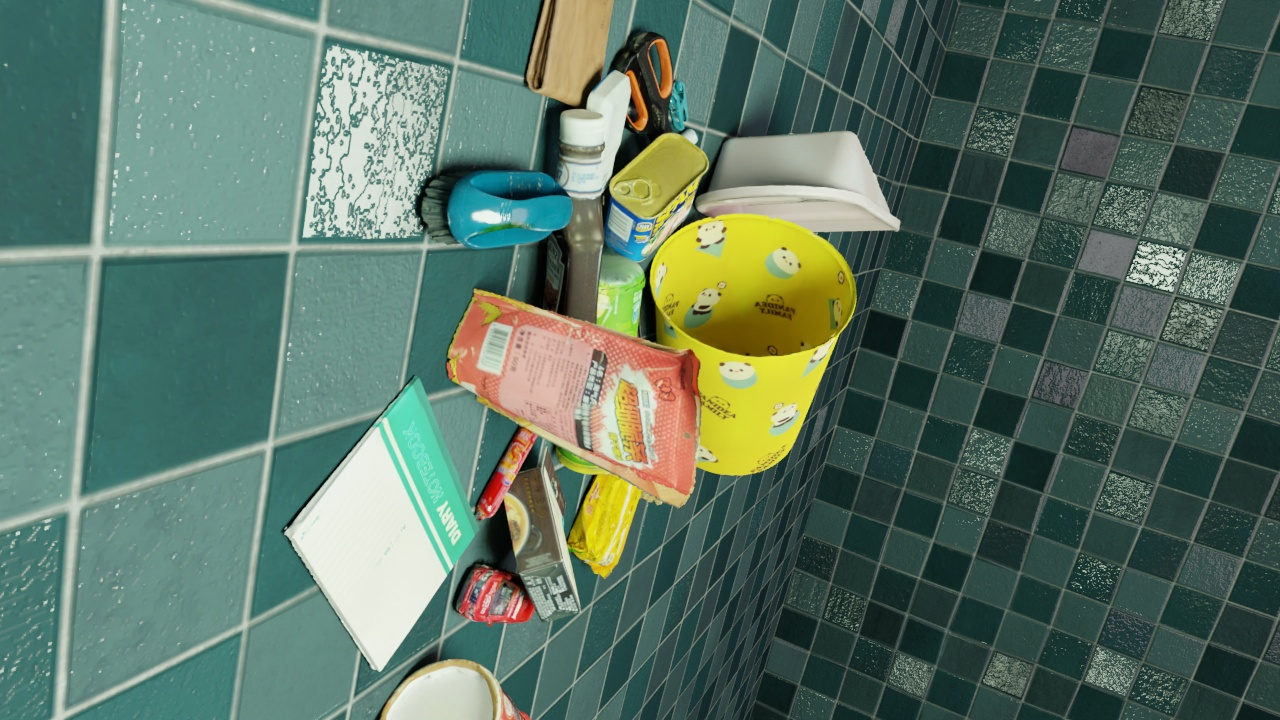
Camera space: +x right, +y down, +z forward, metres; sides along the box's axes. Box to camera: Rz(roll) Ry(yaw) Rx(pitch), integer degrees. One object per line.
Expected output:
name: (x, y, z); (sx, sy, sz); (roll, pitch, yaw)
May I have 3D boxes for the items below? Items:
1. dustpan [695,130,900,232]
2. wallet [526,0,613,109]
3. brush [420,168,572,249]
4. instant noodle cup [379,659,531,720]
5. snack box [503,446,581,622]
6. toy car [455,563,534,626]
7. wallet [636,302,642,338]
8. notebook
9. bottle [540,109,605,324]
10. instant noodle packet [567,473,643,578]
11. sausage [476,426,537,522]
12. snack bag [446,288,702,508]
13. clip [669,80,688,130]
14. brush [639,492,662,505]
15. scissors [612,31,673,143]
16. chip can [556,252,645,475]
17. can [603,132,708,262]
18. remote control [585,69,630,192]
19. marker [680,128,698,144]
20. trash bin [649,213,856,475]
dustpan: (0.185, -0.178, 1.135); (0.273, 0.223, 0.138); (51, 46, -52)
wallet: (-0.051, -0.261, 0.724); (0.101, 0.020, 0.115); (-17, 121, -69)
brush: (-0.092, -0.110, 0.665); (0.143, 0.074, 0.055); (-24, 120, -64)
instant noodle cup: (-0.159, 0.337, 0.804); (0.137, 0.138, 0.109); (-54, 145, -40)
snack box: (-0.093, 0.168, 0.880); (0.113, 0.053, 0.125); (81, -8, -51)
toy car: (-0.136, 0.229, 0.888); (0.053, 0.045, 0.120); (-70, 158, -10)
wallet: (-0.006, 0.006, 0.970); (0.096, 0.020, 0.122); (95, -7, -52)
notebook: (-0.190, 0.132, 0.712); (0.150, 0.012, 0.209); (-57, 155, -35)
bottle: (-0.055, -0.108, 0.765); (0.044, 0.080, 0.195); (-4, 120, -20)
instant noodle packet: (-0.041, 0.186, 1.094); (0.128, 0.044, 0.111); (-68, 153, -19)
sausage: (-0.113, 0.081, 0.855); (0.155, 0.020, 0.020); (-63, 158, -23)
snack bag: (-0.048, 0.021, 0.700); (0.073, 0.208, 0.129); (-36, 139, -50)
clip: (0.040, -0.265, 0.959); (0.057, 0.014, 0.046); (68, 43, -59)
brush: (0.003, 0.108, 1.124); (0.255, 0.083, 0.045); (64, 24, -53)
scissors: (0.010, -0.209, 0.900); (0.124, 0.022, 0.235); (-45, 147, -33)
chip can: (-0.041, 0.005, 0.898); (0.072, 0.073, 0.222); (-42, 144, -54)
can: (0.012, -0.153, 0.877); (0.101, 0.057, 0.083); (-47, 169, -25)
remote control: (-0.034, -0.186, 0.787); (0.048, 0.024, 0.125); (-54, 169, -36)
marker: (0.028, -0.215, 0.967); (0.130, 0.018, 0.023); (-47, 157, -47)
trash bin: (0.120, -0.007, 1.112); (0.228, 0.230, 0.256); (-56, 160, -36)
